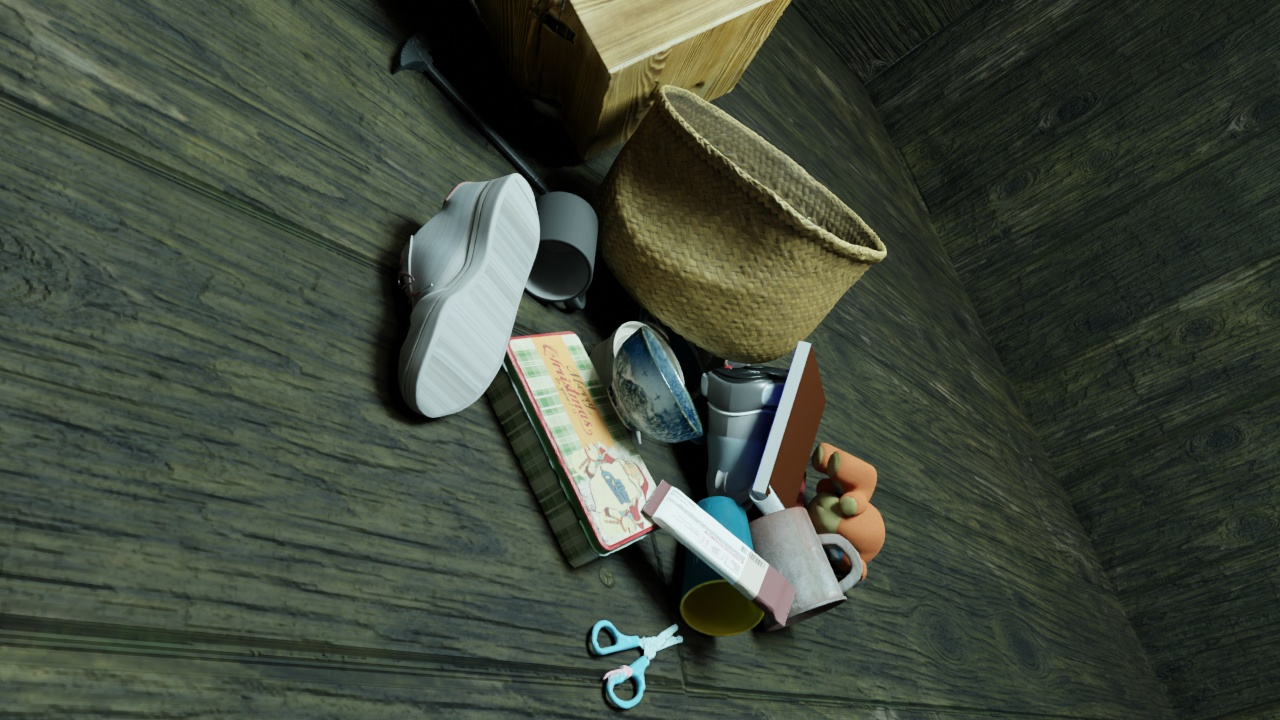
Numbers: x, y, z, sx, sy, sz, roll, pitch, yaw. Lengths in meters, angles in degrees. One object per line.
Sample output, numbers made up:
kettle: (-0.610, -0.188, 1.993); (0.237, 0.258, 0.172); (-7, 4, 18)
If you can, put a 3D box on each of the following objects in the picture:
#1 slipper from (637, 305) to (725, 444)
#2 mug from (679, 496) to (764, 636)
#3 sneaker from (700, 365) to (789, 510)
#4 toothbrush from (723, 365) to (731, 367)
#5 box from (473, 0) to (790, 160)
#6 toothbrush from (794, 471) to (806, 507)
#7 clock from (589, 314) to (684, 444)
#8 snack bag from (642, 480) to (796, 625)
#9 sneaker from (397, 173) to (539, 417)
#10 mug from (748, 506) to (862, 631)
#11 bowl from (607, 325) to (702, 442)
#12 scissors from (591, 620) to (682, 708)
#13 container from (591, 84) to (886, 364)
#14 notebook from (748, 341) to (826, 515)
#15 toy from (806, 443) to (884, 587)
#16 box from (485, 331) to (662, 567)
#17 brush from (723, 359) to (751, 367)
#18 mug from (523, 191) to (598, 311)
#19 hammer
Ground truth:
slipper: (0.049, -0.035, 1.091); (0.118, 0.060, 0.294); (33, 36, -32)
mug: (0.077, 0.193, 0.887); (0.078, 0.078, 0.121); (44, 26, -24)
sneaker: (0.134, 0.087, 1.059); (0.256, 0.093, 0.160); (3, 94, -68)
toothbrush: (0.154, 0.101, 1.165); (0.017, 0.012, 0.212); (-4, 64, -59)
box: (-0.057, -0.439, 1.031); (0.336, 0.286, 0.279); (60, -11, -1)
toothbrush: (0.190, 0.202, 1.096); (0.016, 0.017, 0.189); (40, 37, -20)
clock: (-0.005, 0.006, 0.961); (0.103, 0.061, 0.156); (45, 38, -22)
snack bag: (0.072, 0.170, 0.819); (0.158, 0.013, 0.056); (39, 29, 1)
sneaker: (-0.162, -0.057, 0.767); (0.099, 0.090, 0.235); (59, 40, -48)
mug: (0.168, 0.213, 0.963); (0.096, 0.123, 0.110); (103, -32, -69)
bowl: (0.005, 0.031, 0.849); (0.114, 0.061, 0.114); (61, 7, -14)
scissors: (-0.002, 0.239, 0.781); (0.076, 0.015, 0.141); (60, 22, 9)
container: (0.100, -0.142, 1.042); (0.307, 0.197, 0.306); (31, 25, -17)
notebook: (0.167, 0.093, 1.013); (0.209, 0.022, 0.171); (51, 56, -66)
toy: (0.252, 0.190, 1.121); (0.112, 0.096, 0.176); (-161, -127, -82)
box: (-0.059, 0.073, 0.816); (0.117, 0.051, 0.205); (-6, 65, -60)
brush: (0.142, -0.010, 1.258); (0.050, 0.015, 0.135); (52, 28, -14)
mug: (-0.080, -0.104, 0.948); (0.087, 0.078, 0.114); (-87, 163, -48)
hammer: (-0.144, -0.225, 1.025); (0.325, 0.015, 0.094); (45, 30, -23)
